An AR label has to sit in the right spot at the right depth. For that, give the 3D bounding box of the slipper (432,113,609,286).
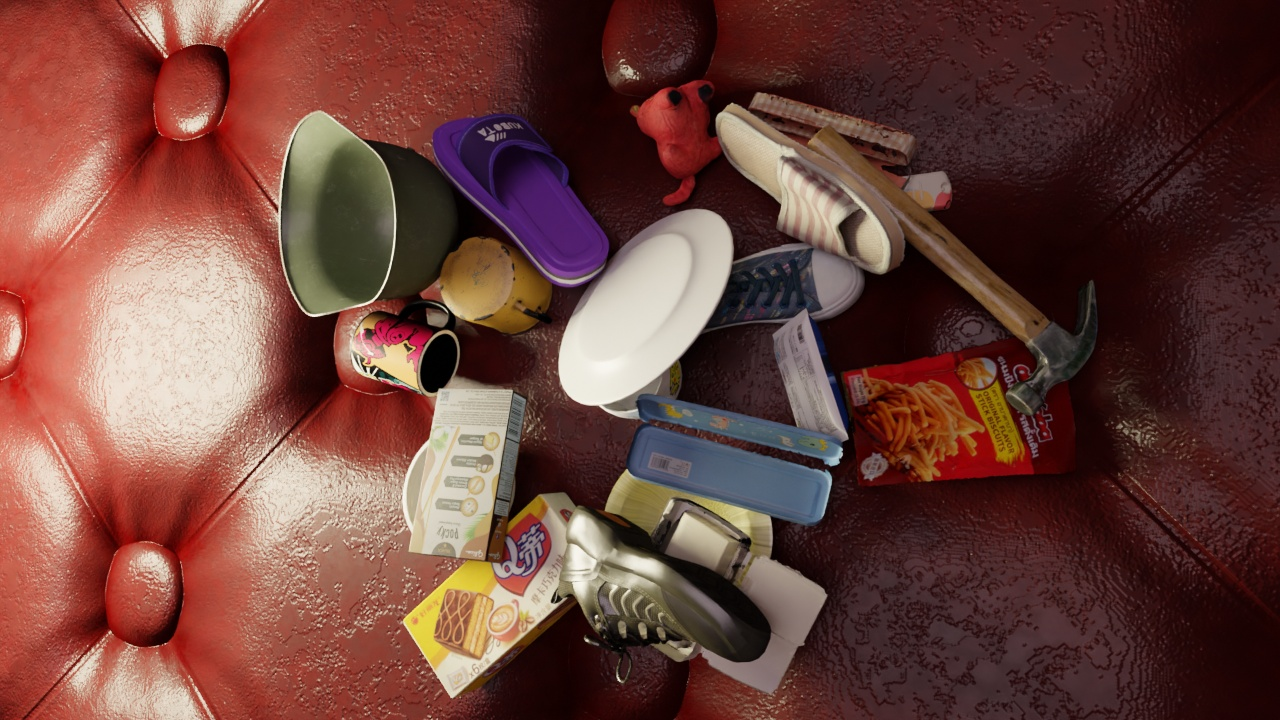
[{"bbox_3d":[-0.131,-0.206,1.030,0.107,0.084,0.266,-31,68,-26],"label":"slipper"}]

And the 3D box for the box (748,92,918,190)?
[{"bbox_3d":[0.190,-0.226,0.947,0.187,0.056,0.071,24,110,27],"label":"box"}]

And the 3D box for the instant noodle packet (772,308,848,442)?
[{"bbox_3d":[0.169,0.024,0.926,0.026,0.087,0.134,-12,78,-18],"label":"instant noodle packet"}]

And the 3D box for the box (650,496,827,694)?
[{"bbox_3d":[0.078,0.238,0.913,0.188,0.058,0.144,29,96,24],"label":"box"}]

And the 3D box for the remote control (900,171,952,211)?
[{"bbox_3d":[0.254,-0.167,0.945,0.126,0.018,0.038,-6,79,18],"label":"remote control"}]

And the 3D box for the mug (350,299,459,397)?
[{"bbox_3d":[-0.273,-0.023,1.101,0.098,0.082,0.117,16,62,21],"label":"mug"}]

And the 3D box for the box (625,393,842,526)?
[{"bbox_3d":[0.089,0.099,0.909,0.209,0.086,0.072,13,61,11],"label":"box"}]

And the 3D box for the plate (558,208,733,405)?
[{"bbox_3d":[-0.004,-0.062,0.951,0.243,0.016,0.242,-33,37,29],"label":"plate"}]

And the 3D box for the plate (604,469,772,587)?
[{"bbox_3d":[0.052,0.182,0.974,0.185,0.036,0.184,-2,84,20],"label":"plate"}]

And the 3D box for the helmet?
[{"bbox_3d":[-0.300,-0.161,1.065,0.268,0.153,0.227,27,112,48],"label":"helmet"}]

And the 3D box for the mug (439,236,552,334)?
[{"bbox_3d":[-0.157,-0.080,1.048,0.124,0.094,0.100,36,97,20],"label":"mug"}]

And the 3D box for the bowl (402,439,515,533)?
[{"bbox_3d":[-0.202,0.151,1.064,0.150,0.043,0.149,-8,71,23],"label":"bowl"}]

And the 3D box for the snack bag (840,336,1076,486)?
[{"bbox_3d":[0.308,0.052,0.894,0.208,0.066,0.138,-8,76,10],"label":"snack bag"}]

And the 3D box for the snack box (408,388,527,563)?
[{"bbox_3d":[-0.191,0.126,1.021,0.101,0.031,0.185,0,74,25],"label":"snack box"}]

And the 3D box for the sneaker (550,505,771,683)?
[{"bbox_3d":[-0.002,0.246,0.866,0.238,0.101,0.143,25,89,37],"label":"sneaker"}]

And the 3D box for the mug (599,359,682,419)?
[{"bbox_3d":[-0.006,0.006,0.997,0.094,0.068,0.115,-3,83,20],"label":"mug"}]

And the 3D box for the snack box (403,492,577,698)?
[{"bbox_3d":[-0.147,0.260,1.026,0.230,0.061,0.110,-43,71,12],"label":"snack box"}]

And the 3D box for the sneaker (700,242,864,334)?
[{"bbox_3d":[0.111,-0.075,0.956,0.236,0.079,0.087,-10,81,19],"label":"sneaker"}]

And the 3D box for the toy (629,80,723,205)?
[{"bbox_3d":[0.038,-0.240,1.020,0.094,0.088,0.133,17,112,53],"label":"toy"}]

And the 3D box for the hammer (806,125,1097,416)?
[{"bbox_3d":[0.291,-0.108,0.877,0.132,0.033,0.330,-45,81,-3],"label":"hammer"}]

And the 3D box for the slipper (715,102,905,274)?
[{"bbox_3d":[0.153,-0.169,0.912,0.052,0.115,0.263,-36,54,-10],"label":"slipper"}]
